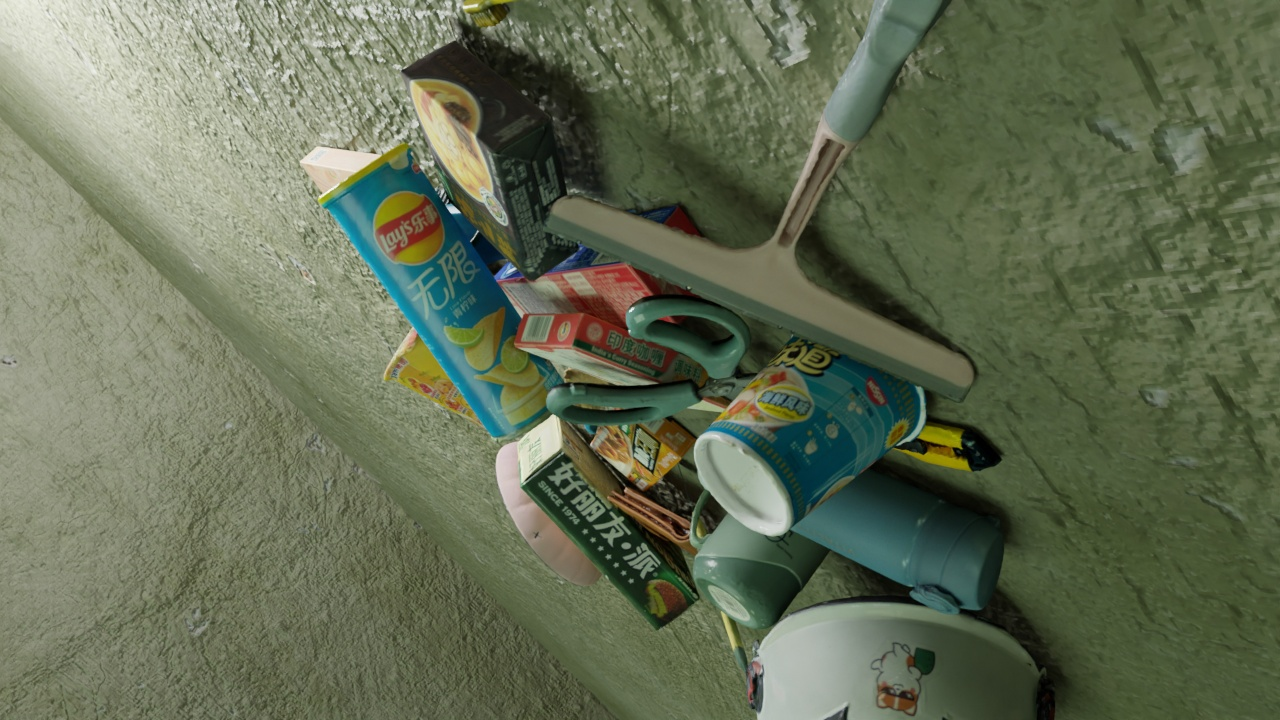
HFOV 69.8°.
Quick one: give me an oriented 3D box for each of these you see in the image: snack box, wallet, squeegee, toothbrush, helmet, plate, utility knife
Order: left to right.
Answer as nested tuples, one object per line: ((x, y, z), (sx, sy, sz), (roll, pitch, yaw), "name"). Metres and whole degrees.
((-0.253, -0.154, 0.859), (0.157, 0.026, 0.084), (18, 148, 45), "snack box")
((-0.095, -0.131, 0.578), (0.125, 0.053, 0.113), (43, 159, 29), "snack box")
((-0.093, 0.171, 1.076), (0.192, 0.039, 0.192), (51, -166, -18), "plate")
((-0.035, -0.187, 0.464), (0.190, 0.015, 0.016), (15, 150, 47), "toothbrush")
((-0.033, -0.059, 0.638), (0.058, 0.057, 0.208), (49, 156, -24), "snack box")
((-0.036, 0.174, 1.002), (0.240, 0.063, 0.114), (50, -175, -20), "snack box")
((-0.004, 0.004, 0.650), (0.155, 0.027, 0.077), (22, 169, -35), "snack box")
((-0.001, 0.079, 0.874), (0.075, 0.026, 0.154), (40, 158, 3), "snack box")
((0.036, 0.173, 0.940), (0.108, 0.031, 0.132), (25, 168, 33), "wallet")
((0.061, 0.172, 0.811), (0.031, 0.022, 0.212), (72, -175, -50), "utility knife")
((0.087, -0.096, 0.403), (0.247, 0.040, 0.250), (24, 150, 2), "squeegee")
((0.148, 0.045, 0.586), (0.171, 0.015, 0.033), (12, 140, 51), "utility knife")
((0.194, 0.304, 0.702), (0.230, 0.156, 0.274), (1, 144, 13), "helmet")

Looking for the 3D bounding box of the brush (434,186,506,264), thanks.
((-0.141, -0.098, 0.718), (0.144, 0.073, 0.055), (10, 150, 50), "brush")

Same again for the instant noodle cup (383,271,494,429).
((-0.145, -0.009, 0.821), (0.110, 0.137, 0.138), (36, 158, -7), "instant noodle cup")

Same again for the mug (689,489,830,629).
((0.089, 0.148, 0.750), (0.112, 0.106, 0.082), (34, 157, 20), "mug")

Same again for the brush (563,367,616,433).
((-0.042, 0.025, 0.801), (0.046, 0.083, 0.255), (7, 163, -2), "brush")

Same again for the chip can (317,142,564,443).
((-0.134, -0.045, 0.649), (0.210, 0.071, 0.071), (57, 154, -17), "chip can")

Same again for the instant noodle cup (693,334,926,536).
((0.091, 0.040, 0.528), (0.099, 0.109, 0.099), (38, 150, 26), "instant noodle cup")

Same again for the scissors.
((0.012, 0.013, 0.592), (0.181, 0.019, 0.170), (-23, 149, 25), "scissors")

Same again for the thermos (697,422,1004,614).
((0.139, 0.101, 0.634), (0.221, 0.070, 0.070), (22, 151, 41), "thermos")
